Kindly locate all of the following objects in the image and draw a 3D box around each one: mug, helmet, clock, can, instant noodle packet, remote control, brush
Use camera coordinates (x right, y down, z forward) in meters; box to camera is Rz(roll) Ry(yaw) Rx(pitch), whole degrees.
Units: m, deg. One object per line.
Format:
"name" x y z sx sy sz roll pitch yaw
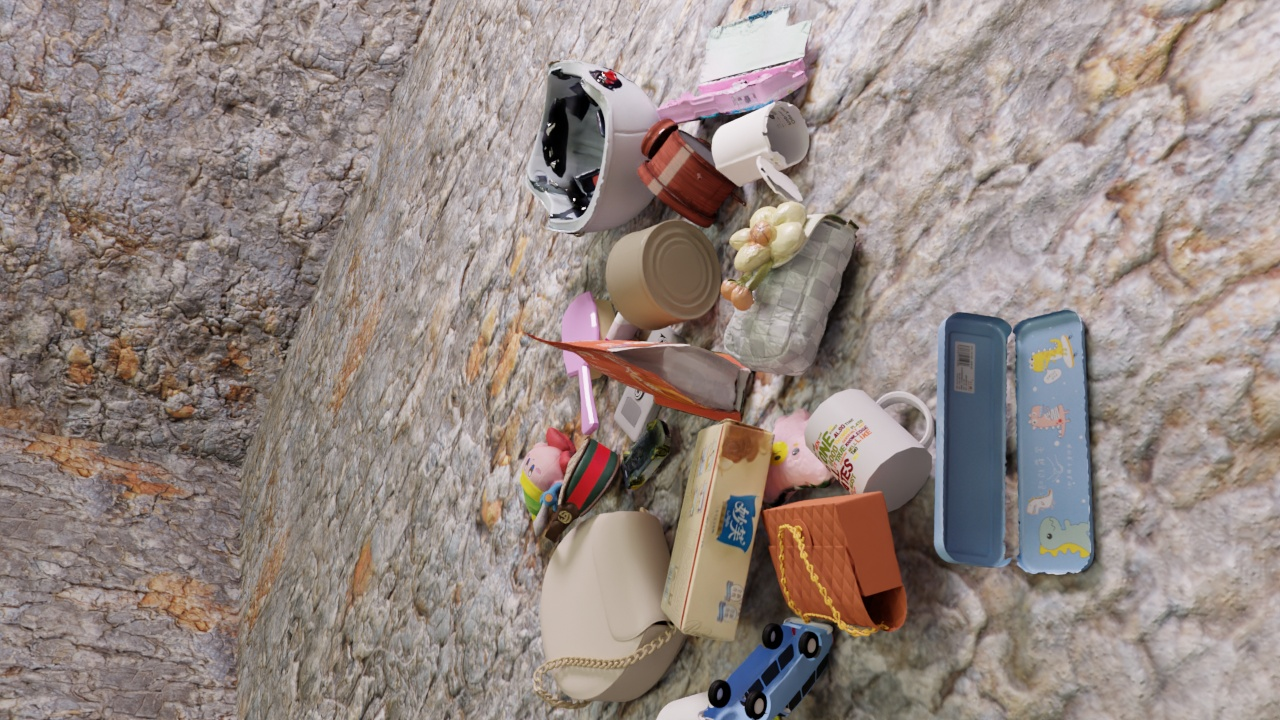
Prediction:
"mug" 0.215 0.072 0.827 0.105 0.073 0.089 -36 43 -2
"mug" 0.075 0.369 0.906 0.106 0.082 0.082 -37 47 46
"helmet" -0.047 -0.294 1.304 0.264 0.163 0.237 52 135 50
"clock" 0.058 -0.242 1.162 0.072 0.120 0.157 -50 47 21
"can" 0.030 -0.105 1.137 0.073 0.127 0.127 -12 67 53
"instant noodle packet" -0.006 0.006 1.043 0.165 0.220 0.084 13 89 51
"remote control" 0.011 0.028 1.210 0.074 0.019 0.151 45 115 55
"brush" -0.070 0.007 1.323 0.089 0.043 0.228 -43 44 41

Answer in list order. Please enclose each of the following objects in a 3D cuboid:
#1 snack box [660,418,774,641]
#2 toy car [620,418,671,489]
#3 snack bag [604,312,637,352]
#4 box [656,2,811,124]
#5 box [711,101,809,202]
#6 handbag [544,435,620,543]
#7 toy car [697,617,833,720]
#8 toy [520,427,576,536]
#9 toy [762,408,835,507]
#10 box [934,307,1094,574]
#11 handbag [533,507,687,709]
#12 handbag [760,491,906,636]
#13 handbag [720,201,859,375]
"snack box" 0.077 0.171 0.949 0.153 0.055 0.207 129 154 -81
"toy car" 0.011 0.120 1.158 0.106 0.033 0.048 -54 35 36
"snack bag" -0.007 -0.079 1.246 0.016 0.070 0.197 33 109 19
"box" 0.129 -0.366 1.169 0.158 0.066 0.231 -58 29 -11
"box" 0.139 -0.226 1.055 0.137 0.083 0.143 -12 49 54
"handbag" -0.083 0.171 1.198 0.138 0.063 0.166 -56 4 3
"toy car" 0.118 0.292 0.832 0.056 0.153 0.055 -3 113 48
"toy" -0.131 0.183 1.329 0.131 0.096 0.124 -48 43 6
"toy" 0.157 0.095 0.924 0.103 0.050 0.093 -29 55 48
"box" 0.295 0.062 0.730 0.121 0.049 0.209 -1 73 22
"handbag" -0.044 0.295 1.104 0.209 0.103 0.210 -46 43 32
"handbag" 0.161 0.179 0.807 0.172 0.060 0.109 139 119 -73
"handbag" 0.141 -0.075 0.954 0.113 0.123 0.171 10 80 52
